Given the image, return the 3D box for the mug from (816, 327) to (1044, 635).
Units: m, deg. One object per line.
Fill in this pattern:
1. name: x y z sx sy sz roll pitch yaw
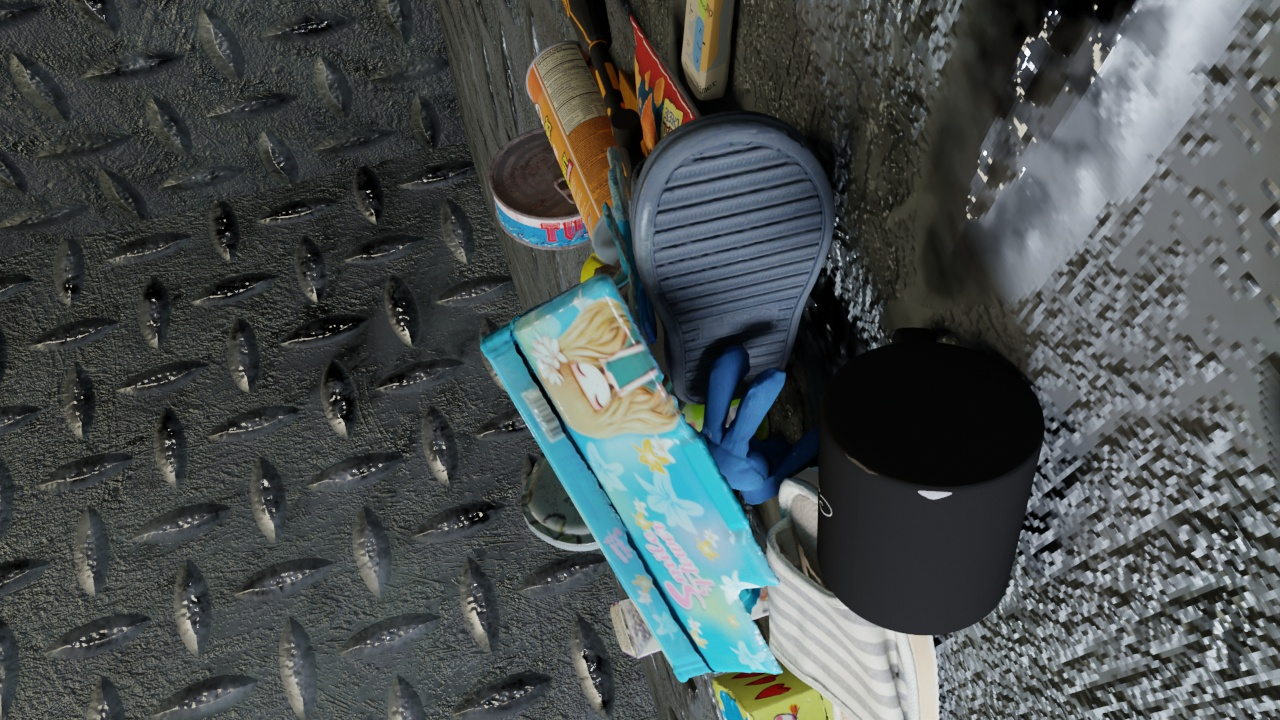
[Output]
1. mug: 0.112 0.038 0.373 0.113 0.078 0.088 -78 -15 -48

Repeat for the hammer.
1. hammer: -0.031 -0.233 0.693 0.123 0.036 0.320 75 -179 -58

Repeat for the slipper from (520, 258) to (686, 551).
1. slipper: -0.004 0.004 0.630 0.055 0.098 0.268 85 -160 -54

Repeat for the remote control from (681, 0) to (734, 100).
1. remote control: 0.040 -0.202 0.511 0.126 0.018 0.038 91 160 -56

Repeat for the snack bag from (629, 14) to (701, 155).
1. snack bag: 0.027 -0.139 0.619 0.144 0.039 0.130 76 173 -50

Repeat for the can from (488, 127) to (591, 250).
1. can: -0.082 -0.172 0.907 0.044 0.130 0.129 87 163 -55

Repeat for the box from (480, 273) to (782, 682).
1. box: -0.001 0.068 0.503 0.227 0.086 0.169 60 176 -6

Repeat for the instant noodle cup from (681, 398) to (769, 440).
1. instant noodle cup: 0.034 0.047 0.691 0.099 0.108 0.099 163 91 -81

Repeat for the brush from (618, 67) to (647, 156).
1. brush: -0.002 -0.206 0.735 0.048 0.017 0.126 85 165 -51

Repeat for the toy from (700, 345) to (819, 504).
1. toy: 0.078 0.064 0.577 0.113 0.071 0.176 39 168 36

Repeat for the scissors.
1. scissors: -0.006 -0.061 0.556 0.140 0.011 0.133 70 -171 -54

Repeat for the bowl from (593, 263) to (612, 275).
1. bowl: 0.016 -0.013 0.801 0.162 0.070 0.162 163 91 -80

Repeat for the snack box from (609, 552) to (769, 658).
1. snack box: 0.055 0.175 0.671 0.143 0.148 0.040 106 147 -73

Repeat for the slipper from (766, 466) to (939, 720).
1. slipper: 0.126 0.188 0.546 0.114 0.054 0.273 26 139 56

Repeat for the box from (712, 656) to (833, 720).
1. box: 0.136 0.364 0.753 0.124 0.082 0.221 141 115 -78

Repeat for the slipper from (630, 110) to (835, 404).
1. slipper: 0.045 -0.062 0.517 0.264 0.101 0.082 79 178 -62

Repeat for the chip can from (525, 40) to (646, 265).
1. chip can: -0.036 -0.182 0.787 0.075 0.075 0.214 86 164 -53

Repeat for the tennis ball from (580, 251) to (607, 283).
1. tennis ball: -0.028 -0.084 0.945 0.065 0.065 0.065 163 91 -80
